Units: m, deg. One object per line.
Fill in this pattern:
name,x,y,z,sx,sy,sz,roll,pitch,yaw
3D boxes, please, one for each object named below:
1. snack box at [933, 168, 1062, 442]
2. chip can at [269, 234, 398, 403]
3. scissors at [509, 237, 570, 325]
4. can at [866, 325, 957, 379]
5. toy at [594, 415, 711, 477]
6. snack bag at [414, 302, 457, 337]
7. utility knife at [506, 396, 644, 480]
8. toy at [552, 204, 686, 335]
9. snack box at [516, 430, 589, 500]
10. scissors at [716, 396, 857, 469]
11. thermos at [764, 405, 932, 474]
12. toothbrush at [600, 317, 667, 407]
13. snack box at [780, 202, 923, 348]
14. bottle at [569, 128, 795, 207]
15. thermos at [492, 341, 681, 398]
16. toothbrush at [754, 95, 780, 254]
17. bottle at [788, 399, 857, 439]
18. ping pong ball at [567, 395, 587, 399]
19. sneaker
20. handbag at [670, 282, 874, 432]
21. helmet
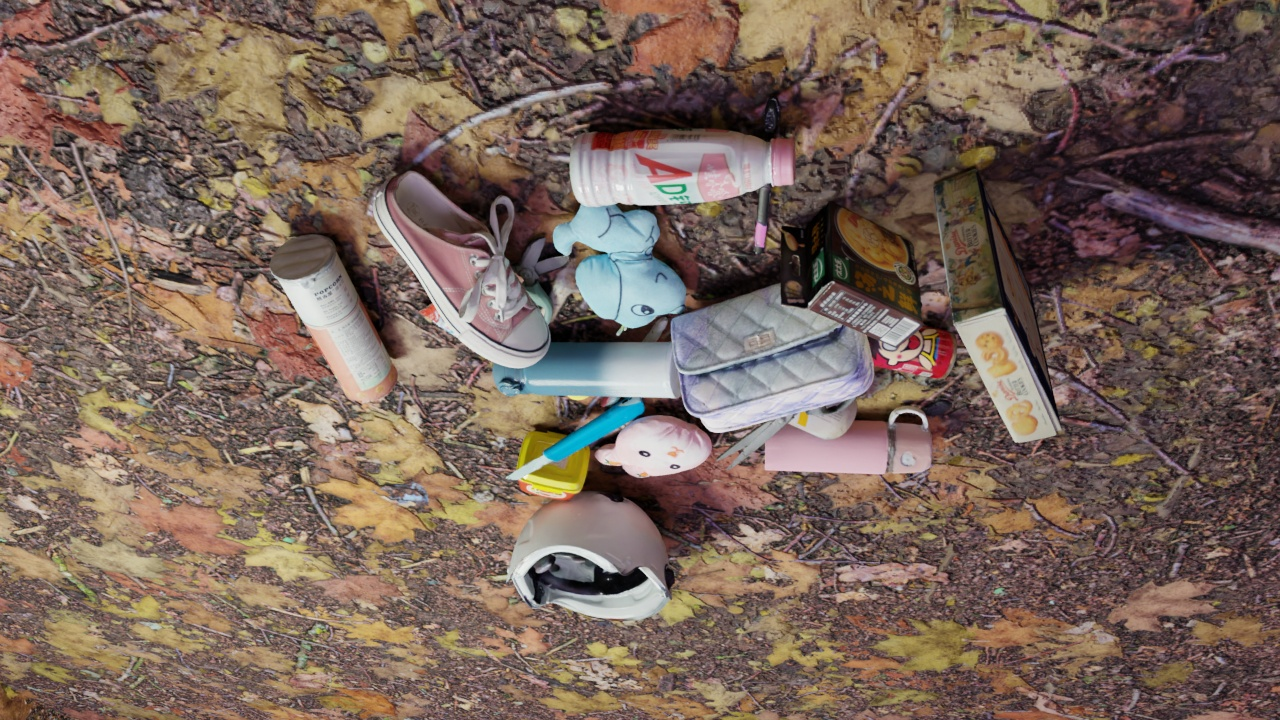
snack box,0.325,-0.050,0.836,0.046,0.182,0.178,-18,133,29
chip can,-0.343,-0.041,1.048,0.071,0.071,0.215,0,140,9
scissors,-0.137,-0.074,1.016,0.175,0.019,0.176,-12,135,21
can,0.265,-0.018,0.984,0.132,0.053,0.053,12,140,-4
toy,0.015,0.117,1.194,0.121,0.054,0.160,25,145,-28
snack bag,-0.207,-0.039,1.062,0.104,0.026,0.048,36,145,-29
utility knife,-0.082,0.101,1.158,0.205,0.018,0.034,-31,139,8
toy,-0.018,-0.092,0.948,0.161,0.049,0.157,13,132,-13
snack box,-0.119,0.144,1.231,0.091,0.081,0.080,13,154,-5
scissors,0.165,0.067,1.022,0.150,0.014,0.171,7,116,-10
thermos,0.251,0.096,1.121,0.199,0.067,0.087,0,114,10
toothbrush,-0.006,0.006,1.091,0.017,0.016,0.188,14,141,-19
snack box,0.200,-0.083,0.871,0.125,0.113,0.053,22,137,-17
bottle,0.039,-0.173,0.821,0.197,0.068,0.068,1,140,12
thermos,-0.061,0.011,1.048,0.221,0.070,0.070,0,140,18
toothbrush,0.117,-0.166,0.863,0.014,0.017,0.189,11,143,11
bottle,0.157,0.030,1.049,0.189,0.067,0.068,24,138,-18
ping pong ball,-0.075,0.028,1.108,0.040,0.040,0.040,5,140,4
sneaker,-0.163,-0.091,0.919,0.088,0.118,0.241,-13,123,45
handbag,0.132,-0.012,0.935,0.194,0.134,0.075,-18,148,18
helmet,-0.065,0.272,1.318,0.229,0.145,0.258,-12,146,24
